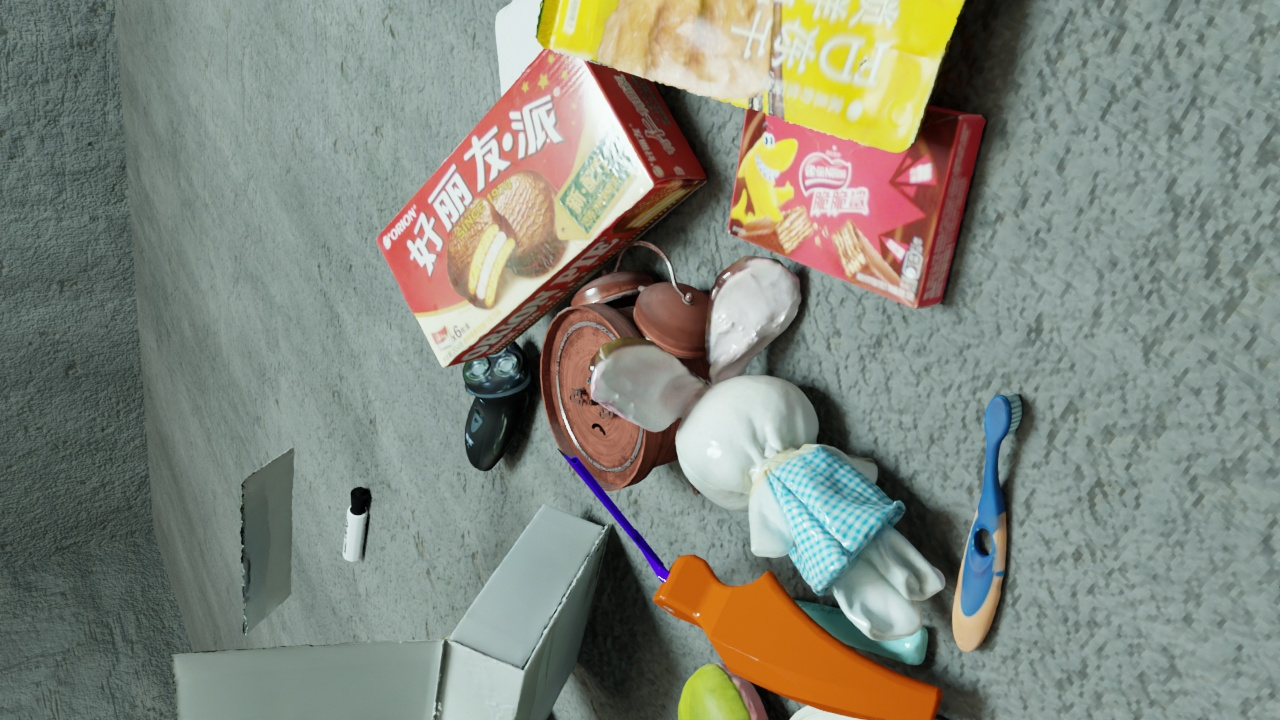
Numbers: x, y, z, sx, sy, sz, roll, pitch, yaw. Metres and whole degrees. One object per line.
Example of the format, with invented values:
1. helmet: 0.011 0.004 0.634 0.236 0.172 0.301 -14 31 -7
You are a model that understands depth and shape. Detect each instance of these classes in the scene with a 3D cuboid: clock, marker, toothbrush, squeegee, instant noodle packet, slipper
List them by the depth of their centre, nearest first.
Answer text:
1. slipper: 0.161 0.245 0.420 0.275 0.054 0.114 18 88 59
2. toothbrush: 0.162 0.078 0.429 0.021 0.017 0.135 28 124 52
3. instant noodle packet: 0.062 -0.202 0.430 0.222 0.084 0.163 32 113 40
4. squeegee: 0.066 0.143 0.488 0.185 0.055 0.250 18 157 28
5. clock: -0.003 0.003 0.584 0.121 0.072 0.158 22 117 50
6. marker: -0.367 0.210 1.185 0.025 0.025 0.126 48 135 35

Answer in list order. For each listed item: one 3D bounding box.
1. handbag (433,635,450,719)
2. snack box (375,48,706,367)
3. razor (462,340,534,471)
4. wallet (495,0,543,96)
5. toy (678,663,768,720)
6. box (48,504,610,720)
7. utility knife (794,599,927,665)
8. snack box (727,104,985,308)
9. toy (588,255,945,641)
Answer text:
1. handbag: -0.154 0.396 0.878 0.211 0.103 0.209 22 120 51
2. snack box: -0.076 -0.099 0.611 0.237 0.060 0.113 -34 80 38
3. razor: -0.128 0.041 0.774 0.053 0.063 0.141 52 136 33
4. wallet: -0.069 -0.227 0.646 0.116 0.032 0.086 -11 88 55
5. toy: 0.058 0.249 0.576 0.110 0.051 0.090 -114 26 -43
6. box: -0.174 0.233 0.628 0.150 0.368 0.167 45 132 42
7. utility knife: 0.109 0.149 0.520 0.129 0.015 0.022 -5 91 56
8. snack box: 0.100 -0.089 0.459 0.133 0.021 0.089 32 123 46
9. toy: 0.080 0.058 0.491 0.205 0.131 0.106 50 167 20
